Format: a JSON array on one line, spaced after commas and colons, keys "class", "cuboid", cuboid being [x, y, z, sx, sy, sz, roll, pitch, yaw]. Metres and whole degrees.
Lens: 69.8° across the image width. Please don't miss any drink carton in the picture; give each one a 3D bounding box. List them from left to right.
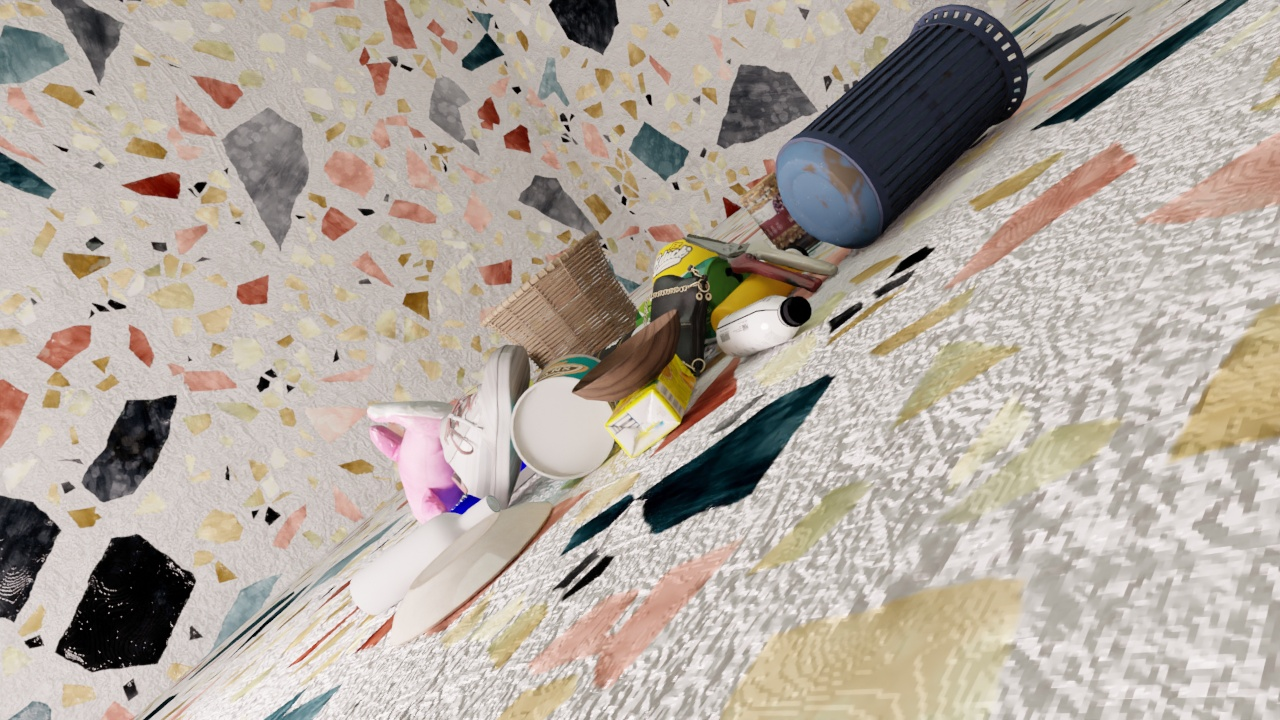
[{"class": "drink carton", "cuboid": [0.011, 0.037, 0.839, 0.059, 0.043, 0.134, -38, 5, 17]}]

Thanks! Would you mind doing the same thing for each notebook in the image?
[{"class": "notebook", "cuboid": [-0.194, 0.171, 1.186, 0.208, 0.022, 0.172, -41, 8, -22]}]

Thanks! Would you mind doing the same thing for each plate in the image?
[{"class": "plate", "cuboid": [-0.162, 0.185, 0.843, 0.189, 0.027, 0.188, -38, 6, 4]}]

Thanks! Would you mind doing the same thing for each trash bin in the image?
[{"class": "trash bin", "cuboid": [0.255, -0.229, 0.918, 0.249, 0.139, 0.139, -43, 7, -20]}]

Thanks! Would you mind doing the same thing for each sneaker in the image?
[{"class": "sneaker", "cuboid": [-0.173, 0.070, 0.981, 0.099, 0.089, 0.237, -78, 0, -47]}]

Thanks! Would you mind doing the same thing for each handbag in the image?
[{"class": "handbag", "cuboid": [0.043, -0.034, 0.935, 0.054, 0.128, 0.079, 8, -4, -34]}]

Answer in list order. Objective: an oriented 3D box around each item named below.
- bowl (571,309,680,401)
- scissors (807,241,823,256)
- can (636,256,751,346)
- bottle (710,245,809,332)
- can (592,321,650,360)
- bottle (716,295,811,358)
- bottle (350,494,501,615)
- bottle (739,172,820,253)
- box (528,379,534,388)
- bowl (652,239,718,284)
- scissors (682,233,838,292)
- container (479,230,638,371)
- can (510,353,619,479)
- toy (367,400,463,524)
[{"class": "bowl", "cuboid": [-0.005, 0.003, 0.818, 0.119, 0.032, 0.119, -38, 7, 5]}, {"class": "scissors", "cuboid": [0.159, -0.098, 1.103, 0.117, 0.015, 0.139, -43, 1, -31]}, {"class": "can", "cuboid": [0.064, -0.058, 1.033, 0.082, 0.083, 0.144, -43, 7, -35]}, {"class": "bottle", "cuboid": [0.129, -0.073, 0.951, 0.143, 0.043, 0.043, -43, 7, -36]}, {"class": "can", "cuboid": [-0.006, 0.006, 1.032, 0.071, 0.072, 0.129, -43, 7, -32]}, {"class": "bottle", "cuboid": [0.106, -0.031, 0.781, 0.041, 0.041, 0.116, -41, 6, -22]}, {"class": "bottle", "cuboid": [-0.224, 0.201, 0.974, 0.196, 0.052, 0.052, -36, 6, 20]}, {"class": "bottle", "cuboid": [0.176, -0.177, 1.144, 0.056, 0.105, 0.056, -38, 6, 5]}, {"class": "box", "cuboid": [-0.187, 0.068, 1.437, 0.079, 0.124, 0.221, -39, 4, -5]}, {"class": "bowl", "cuboid": [0.069, -0.087, 1.138, 0.118, 0.117, 0.067, -33, 33, 46]}, {"class": "scissors", "cuboid": [0.110, -0.102, 0.938, 0.189, 0.015, 0.139, -5, 42, 24]}, {"class": "container", "cuboid": [-0.095, -0.051, 1.400, 0.227, 0.196, 0.226, -38, 6, 4]}, {"class": "can", "cuboid": [-0.071, 0.053, 0.933, 0.099, 0.099, 0.144, -38, 6, 7]}, {"class": "toy", "cuboid": [-0.256, 0.138, 1.142, 0.266, 0.186, 0.127, 106, 172, -60]}]
